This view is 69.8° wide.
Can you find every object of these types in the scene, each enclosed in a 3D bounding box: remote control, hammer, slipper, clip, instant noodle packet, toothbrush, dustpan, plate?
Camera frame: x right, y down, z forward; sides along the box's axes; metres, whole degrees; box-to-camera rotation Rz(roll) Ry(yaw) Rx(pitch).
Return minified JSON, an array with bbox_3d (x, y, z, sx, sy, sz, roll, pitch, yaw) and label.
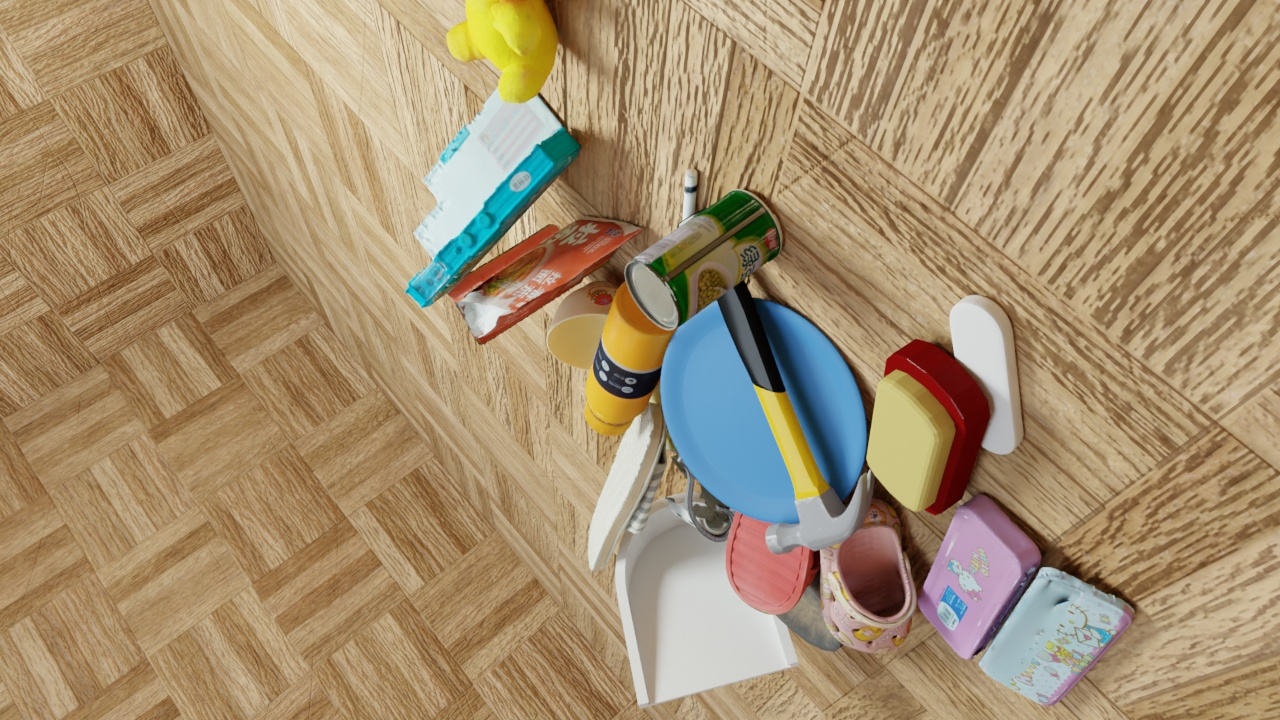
[{"bbox_3d":[0.246,0.013,0.650,0.043,0.013,0.136,27,146,49],"label":"remote control"},{"bbox_3d":[0.113,0.017,0.822,0.127,0.029,0.323,-21,91,43],"label":"hammer"},{"bbox_3d":[-0.014,0.167,1.155,0.054,0.114,0.273,16,126,-10],"label":"slipper"},{"bbox_3d":[0.151,0.148,0.927,0.103,0.059,0.249,27,120,35],"label":"slipper"},{"bbox_3d":[0.086,0.189,1.116,0.151,0.105,0.126,55,170,-11],"label":"clip"},{"bbox_3d":[0.223,0.224,0.887,0.081,0.093,0.197,-108,1,-58],"label":"slipper"},{"bbox_3d":[-0.099,-0.090,0.999,0.084,0.164,0.221,61,158,-15],"label":"instant noodle packet"},{"bbox_3d":[0.047,-0.111,0.875,0.017,0.012,0.187,31,152,19],"label":"toothbrush"},{"bbox_3d":[0.066,0.280,1.147,0.257,0.191,0.053,-104,-3,-50],"label":"dustpan"},{"bbox_3d":[0.115,0.047,0.868,0.225,0.024,0.225,17,117,36],"label":"plate"}]

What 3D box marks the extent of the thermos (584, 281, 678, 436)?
[{"bbox_3d":[-0.006,0.006,1.007,0.233,0.091,0.076,112,160,-55],"label":"thermos"}]

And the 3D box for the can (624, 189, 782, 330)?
[{"bbox_3d":[0.053,-0.084,0.753,0.067,0.120,0.067,44,157,24],"label":"can"}]

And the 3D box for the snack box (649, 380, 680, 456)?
[{"bbox_3d":[0.045,0.066,1.124,0.168,0.027,0.132,21,141,54],"label":"snack box"}]

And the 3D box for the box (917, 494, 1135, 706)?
[{"bbox_3d":[0.316,0.214,0.783,0.151,0.040,0.214,37,153,28],"label":"box"}]

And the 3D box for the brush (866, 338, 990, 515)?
[{"bbox_3d":[0.216,0.060,0.717,0.082,0.041,0.174,50,163,33],"label":"brush"}]

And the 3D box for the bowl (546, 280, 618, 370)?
[{"bbox_3d":[-0.047,-0.049,1.063,0.118,0.118,0.073,92,179,-58],"label":"bowl"}]

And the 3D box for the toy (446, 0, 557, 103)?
[{"bbox_3d":[-0.115,-0.326,0.783,0.134,0.087,0.194,45,155,30],"label":"toy"}]

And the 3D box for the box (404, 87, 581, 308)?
[{"bbox_3d":[-0.163,-0.172,0.975,0.086,0.228,0.168,26,-147,-39],"label":"box"}]

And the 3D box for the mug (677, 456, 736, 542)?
[{"bbox_3d":[0.094,0.130,1.006,0.111,0.117,0.081,52,177,-6],"label":"mug"}]

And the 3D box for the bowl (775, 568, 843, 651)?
[{"bbox_3d":[0.188,0.241,1.034,0.162,0.070,0.162,44,156,24],"label":"bowl"}]
